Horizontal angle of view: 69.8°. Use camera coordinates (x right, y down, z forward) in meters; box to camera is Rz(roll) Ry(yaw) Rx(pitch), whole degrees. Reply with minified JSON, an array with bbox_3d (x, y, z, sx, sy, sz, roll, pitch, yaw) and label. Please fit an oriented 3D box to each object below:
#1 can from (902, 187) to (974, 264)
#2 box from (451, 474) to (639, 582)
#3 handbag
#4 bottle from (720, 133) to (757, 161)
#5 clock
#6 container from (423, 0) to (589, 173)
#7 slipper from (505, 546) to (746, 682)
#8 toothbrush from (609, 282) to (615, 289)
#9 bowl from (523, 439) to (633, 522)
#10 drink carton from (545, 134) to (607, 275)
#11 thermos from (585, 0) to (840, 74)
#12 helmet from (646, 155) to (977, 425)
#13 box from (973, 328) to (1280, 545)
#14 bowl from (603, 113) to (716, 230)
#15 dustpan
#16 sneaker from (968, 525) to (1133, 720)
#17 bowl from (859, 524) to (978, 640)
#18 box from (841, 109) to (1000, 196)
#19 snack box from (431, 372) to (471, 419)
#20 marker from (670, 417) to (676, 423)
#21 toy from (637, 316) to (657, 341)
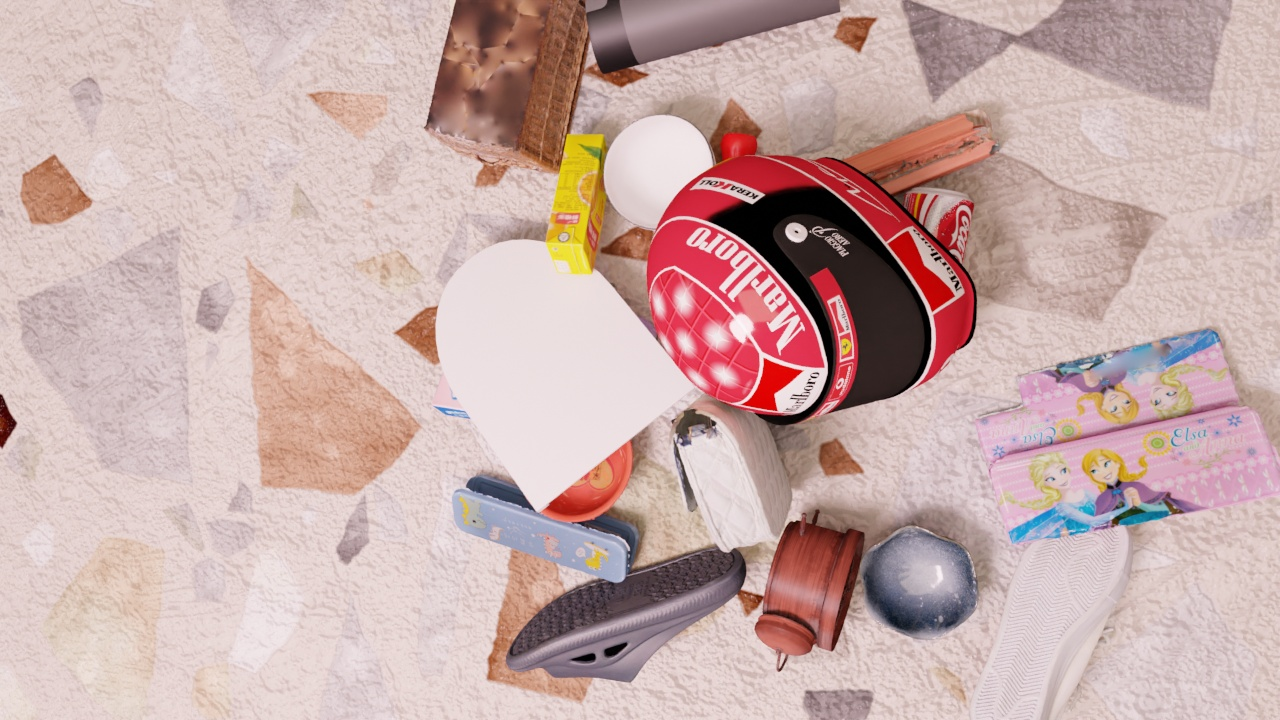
[{"bbox_3d":[0.274,-0.107,0.869,0.064,0.064,0.105,11,96,13],"label":"can"},{"bbox_3d":[-0.108,0.183,0.979,0.210,0.058,0.068,15,98,19],"label":"box"},{"bbox_3d":[0.083,0.095,0.864,0.072,0.194,0.139,-22,90,14],"label":"handbag"},{"bbox_3d":[0.093,-0.166,0.925,0.036,0.036,0.119,8,96,13],"label":"bottle"},{"bbox_3d":[0.163,0.228,0.891,0.072,0.120,0.157,15,89,20],"label":"clock"},{"bbox_3d":[-0.131,-0.297,0.935,0.114,0.112,0.198,15,96,13],"label":"container"},{"bbox_3d":[-0.007,0.274,0.953,0.268,0.110,0.083,-22,103,9],"label":"slipper"},{"bbox_3d":[-0.072,0.001,0.987,0.016,0.017,0.189,29,100,11],"label":"toothbrush"},{"bbox_3d":[-0.064,0.106,0.970,0.131,0.045,0.130,-4,78,17],"label":"bowl"},{"bbox_3d":[-0.062,-0.157,0.924,0.043,0.058,0.134,3,65,10],"label":"drink carton"},{"bbox_3d":[0.067,-0.351,0.896,0.241,0.082,0.082,-10,91,15],"label":"thermos"},{"bbox_3d":[0.127,-0.055,0.807,0.271,0.224,0.198,46,147,18],"label":"helmet"},{"bbox_3d":[0.434,0.070,0.838,0.231,0.035,0.159,-16,75,15],"label":"box"},{"bbox_3d":[0.025,-0.186,0.927,0.113,0.063,0.113,1,94,14],"label":"bowl"},{"bbox_3d":[-0.096,-0.004,0.939,0.191,0.053,0.257,-38,72,-2],"label":"dustpan"},{"bbox_3d":[0.388,0.255,0.863,0.089,0.090,0.242,22,79,41],"label":"sneaker"},{"bbox_3d":[0.270,0.210,0.894,0.110,0.055,0.110,1,94,15],"label":"bowl"},{"bbox_3d":[0.251,-0.175,0.881,0.188,0.056,0.064,-19,125,16],"label":"box"},{"bbox_3d":[-0.137,0.024,0.970,0.154,0.033,0.087,8,68,21],"label":"snack box"},{"bbox_3d":[0.065,0.115,0.958,0.021,0.017,0.124,-32,82,58],"label":"marker"},{"bbox_3d":[-0.006,0.006,0.961,0.080,0.036,0.099,-34,84,13],"label":"toy"}]
